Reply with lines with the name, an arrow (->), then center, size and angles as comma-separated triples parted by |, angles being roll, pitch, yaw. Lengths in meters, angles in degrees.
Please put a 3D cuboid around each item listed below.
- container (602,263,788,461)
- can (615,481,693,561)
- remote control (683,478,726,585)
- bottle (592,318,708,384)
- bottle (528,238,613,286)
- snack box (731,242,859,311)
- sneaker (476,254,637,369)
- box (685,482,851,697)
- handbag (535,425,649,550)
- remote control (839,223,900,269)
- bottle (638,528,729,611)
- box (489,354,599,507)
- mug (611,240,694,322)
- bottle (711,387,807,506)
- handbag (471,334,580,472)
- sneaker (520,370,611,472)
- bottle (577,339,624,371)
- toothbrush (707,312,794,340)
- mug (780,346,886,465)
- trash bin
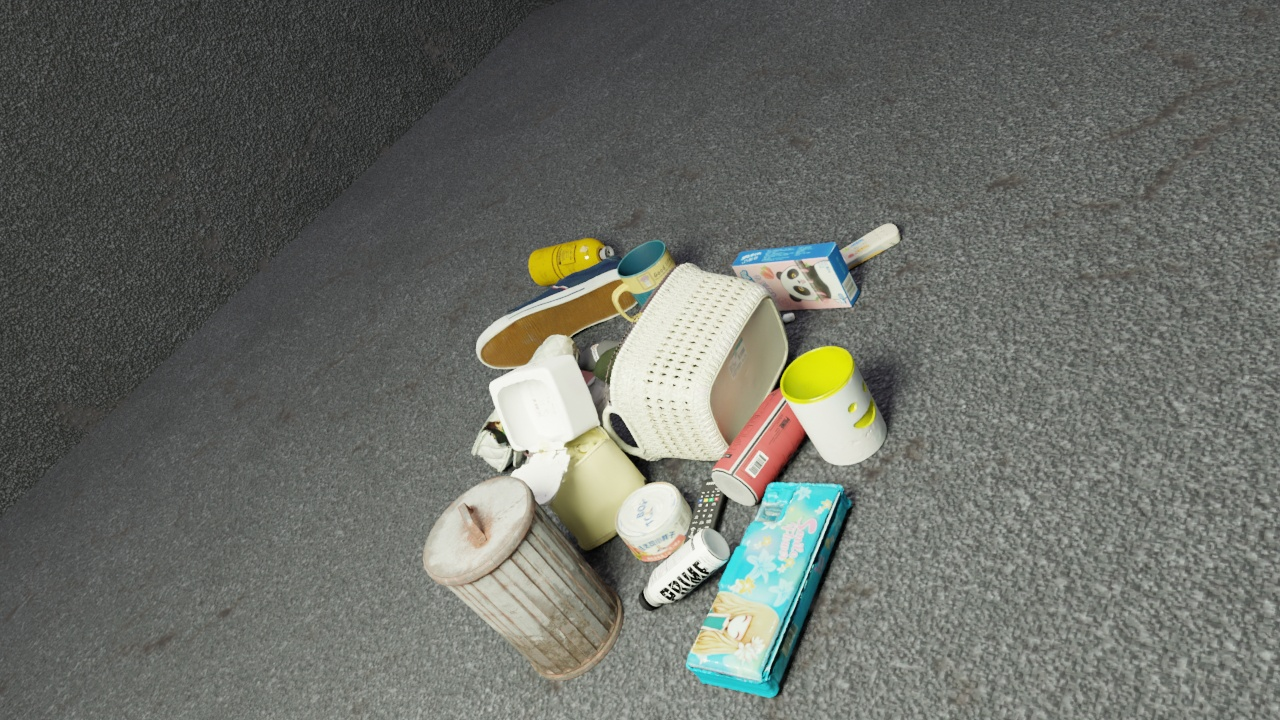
container -> 0.074, 0.005, 1.120 | 0.143, 0.185, 0.250 | 7, 51, 36
can -> 0.016, 0.184, 1.055 | 0.086, 0.043, 0.086 | -24, 31, 16
remote control -> 0.072, 0.186, 1.026 | 0.033, 0.015, 0.146 | -12, 38, 33
bottle -> -0.008, 0.008, 1.289 | 0.207, 0.071, 0.071 | -23, 33, 19
bottle -> -0.119, -0.179, 1.647 | 0.164, 0.071, 0.070 | -7, 41, 38
snack box -> 0.206, -0.110, 1.229 | 0.154, 0.088, 0.033 | -1, 44, 43
sneaker -> -0.142, -0.089, 1.519 | 0.295, 0.121, 0.127 | -28, 44, 5
box -> 0.129, 0.216, 0.907 | 0.094, 0.039, 0.226 | -4, 43, 41
handbag -> -0.059, 0.150, 1.103 | 0.111, 0.119, 0.081 | -33, 25, 7
remote control -> 0.297, -0.148, 1.262 | 0.126, 0.018, 0.038 | -30, 31, 9
bottle -> 0.041, 0.223, 0.959 | 0.116, 0.041, 0.041 | -46, 25, 27
box -> -0.112, 0.087, 1.063 | 0.112, 0.101, 0.189 | -16, 78, 39
mug -> 0.013, -0.106, 1.388 | 0.113, 0.107, 0.083 | -39, 33, -7
bottle -> 0.154, 0.080, 1.046 | 0.062, 0.062, 0.176 | 10, 53, 49
handbag -> -0.161, 0.064, 1.323 | 0.194, 0.072, 0.139 | -59, 2, -33
sneaker -> -0.115, 0.084, 1.191 | 0.237, 0.089, 0.099 | -48, 3, 40
bottle -> -0.063, -0.007, 1.394 | 0.110, 0.036, 0.036 | -23, 33, 19
toothbrush -> 0.127, -0.042, 1.279 | 0.187, 0.017, 0.012 | -14, 50, 31
mug -> 0.210, 0.050, 0.992 | 0.083, 0.106, 0.082 | -24, 33, 17
trash bin -> -0.123, 0.227, 0.966 | 0.131, 0.211, 0.130 | -24, 33, 17
